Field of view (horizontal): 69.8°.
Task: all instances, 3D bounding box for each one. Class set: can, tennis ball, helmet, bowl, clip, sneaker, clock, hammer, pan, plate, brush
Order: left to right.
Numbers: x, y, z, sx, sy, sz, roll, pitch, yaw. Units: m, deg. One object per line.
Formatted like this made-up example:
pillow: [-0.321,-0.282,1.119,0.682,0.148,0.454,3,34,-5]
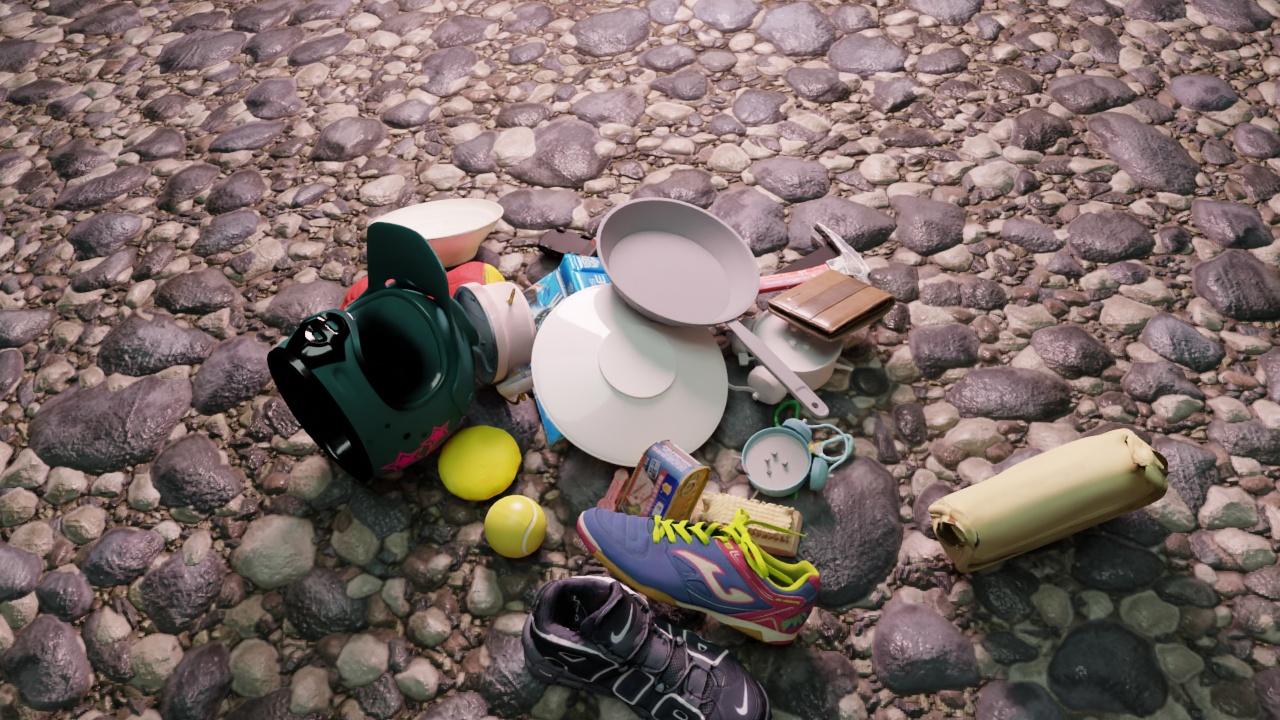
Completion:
helmet: [-0.271,-0.005,0.987,0.176,0.275,0.199,36,61,19]
bowl: [-0.267,-0.164,1.226,0.177,0.058,0.176,-5,26,2]
clock: [-0.166,-0.019,1.066,0.058,0.158,0.117,-18,27,-28]
tennis ball: [-0.132,0.175,0.969,0.065,0.065,0.065,-2,52,3]
clip: [-0.028,0.148,1.014,0.023,0.044,0.060,18,85,21]
plate: [-0.006,0.006,1.028,0.229,0.030,0.229,6,63,-13]
sneaker: [0.003,0.261,0.839,0.253,0.151,0.097,17,55,16]
can: [0.025,0.138,0.966,0.059,0.100,0.053,37,25,30]
sneaker: [0.059,0.184,0.894,0.242,0.091,0.116,24,15,-2]
pan: [0.087,-0.057,1.049,0.200,0.051,0.356,-22,63,-33]
hammer: [0.128,-0.098,1.149,0.325,0.036,0.140,-10,52,-14]
brush: [0.111,0.169,0.970,0.117,0.039,0.049,12,54,10]
clock: [0.166,-0.010,1.089,0.159,0.061,0.119,-14,53,-7]
clock: [0.167,0.105,1.001,0.123,0.042,0.087,-20,58,-1]

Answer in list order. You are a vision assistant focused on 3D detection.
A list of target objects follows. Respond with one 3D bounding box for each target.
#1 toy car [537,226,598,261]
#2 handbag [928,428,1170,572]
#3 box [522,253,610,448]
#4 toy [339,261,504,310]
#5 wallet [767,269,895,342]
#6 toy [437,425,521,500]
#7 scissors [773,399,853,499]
toy car: [-0.096,-0.149,1.235,0.092,0.036,0.042,19,57,30]
handbag: [0.394,0.131,0.898,0.233,0.191,0.088,-22,70,4]
box: [-0.064,-0.028,1.119,0.170,0.070,0.243,-16,53,-7]
toy: [-0.275,-0.064,1.150,0.216,0.099,0.147,-7,45,-7]
wallet: [0.225,-0.066,1.078,0.120,0.027,0.099,-27,42,-30]
toy: [-0.182,0.115,1.037,0.094,0.041,0.095,28,59,18]
scissors: [0.183,0.100,1.035,0.130,0.011,0.125,3,58,8]
